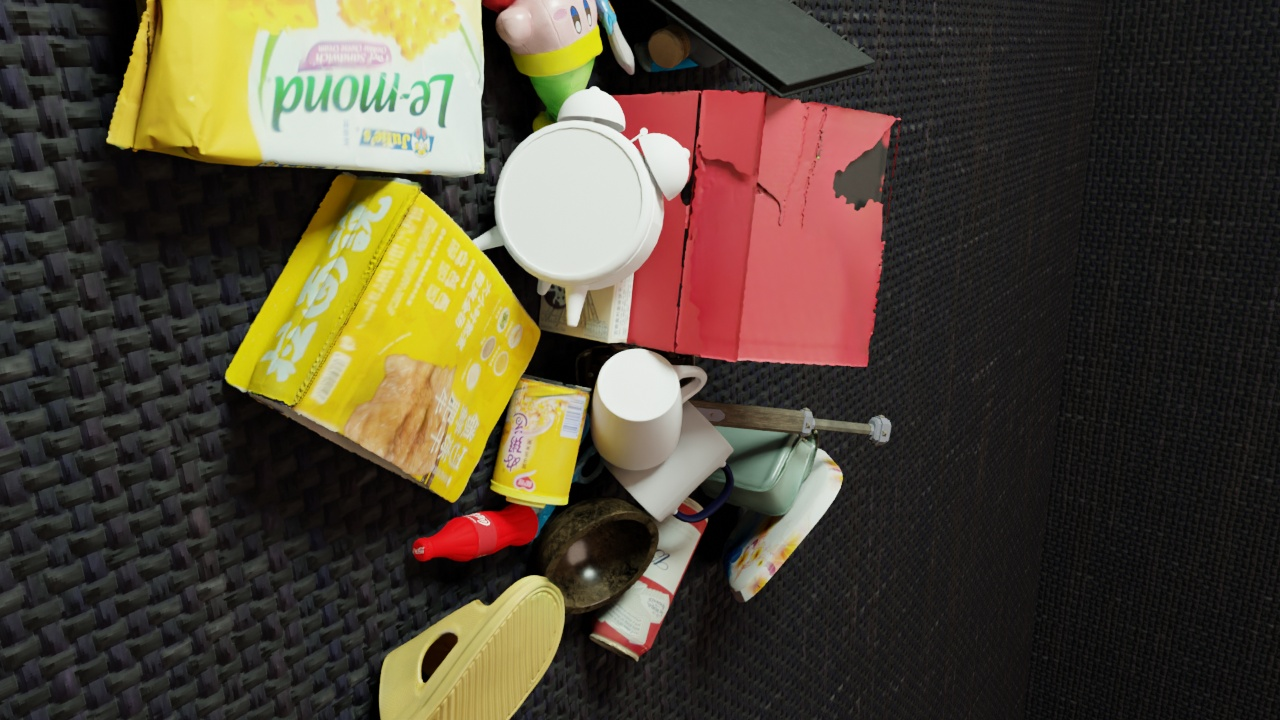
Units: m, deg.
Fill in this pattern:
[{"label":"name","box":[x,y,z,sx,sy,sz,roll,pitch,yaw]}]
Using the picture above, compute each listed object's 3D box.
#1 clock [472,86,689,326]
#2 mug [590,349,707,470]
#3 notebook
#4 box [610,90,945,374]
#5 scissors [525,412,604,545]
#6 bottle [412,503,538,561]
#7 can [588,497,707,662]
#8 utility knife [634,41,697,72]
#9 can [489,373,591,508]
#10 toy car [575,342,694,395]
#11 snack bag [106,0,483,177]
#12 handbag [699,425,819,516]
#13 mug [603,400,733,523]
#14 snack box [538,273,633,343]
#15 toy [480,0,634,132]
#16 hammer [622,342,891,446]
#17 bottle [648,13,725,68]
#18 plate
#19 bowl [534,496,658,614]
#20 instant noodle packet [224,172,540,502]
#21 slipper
[{"label":"clock","box":[-0.044,-0.120,0.719,0.161,0.125,0.072,-54,170,7]},{"label":"mug","box":[0.011,0.033,0.793,0.114,0.081,0.088,-29,156,-16]},{"label":"notebook","box":[0.075,-0.304,0.779,0.168,0.231,0.019,-30,156,-47]},{"label":"box","box":[0.083,-0.108,0.758,0.123,0.316,0.211,-16,112,-72]},{"label":"scissors","box":[-0.079,0.106,0.845,0.140,0.014,0.090,-45,134,-35]},{"label":"bottle","box":[-0.136,0.144,0.754,0.118,0.036,0.036,-5,103,-53]},{"label":"can","box":[0.009,0.219,0.947,0.169,0.067,0.067,-62,141,-21]},{"label":"utility knife","box":[0.059,-0.311,0.917,0.208,0.015,0.031,-31,123,-48]},{"label":"can","box":[-0.084,0.068,0.777,0.067,0.068,0.105,15,86,-54]},{"label":"toy car","box":[-0.005,0.005,0.860,0.040,0.112,0.048,-109,-164,-66]},{"label":"snack bag","box":[-0.194,-0.196,0.554,0.246,0.068,0.160,-10,108,-52]},{"label":"handbag","box":[0.125,0.110,1.030,0.106,0.122,0.067,-60,140,-24]},{"label":"mug","box":[0.037,0.102,0.870,0.097,0.078,0.112,-44,103,-3]},{"label":"snack box","box":[-0.043,-0.094,0.777,0.026,0.082,0.150,-4,102,-53]},{"label":"toy","box":[-0.068,-0.249,0.720,0.123,0.097,0.131,-49,117,-43]},{"label":"hammer","box":[0.121,0.064,0.948,0.316,0.028,0.147,7,97,-19]},{"label":"bottle","box":[0.064,-0.321,0.875,0.072,0.046,0.160,54,48,-9]},{"label":"plate","box":[0.155,0.181,1.057,0.187,0.016,0.187,-52,-175,6]},{"label":"bowl","box":[-0.049,0.171,0.853,0.121,0.056,0.121,-20,132,-24]},{"label":"instant noodle packet","box":[-0.159,-0.003,0.659,0.221,0.084,0.162,49,60,-55]},{"label":"slipper","box":[-0.164,0.270,0.722,0.263,0.078,0.099,-48,137,-11]}]
